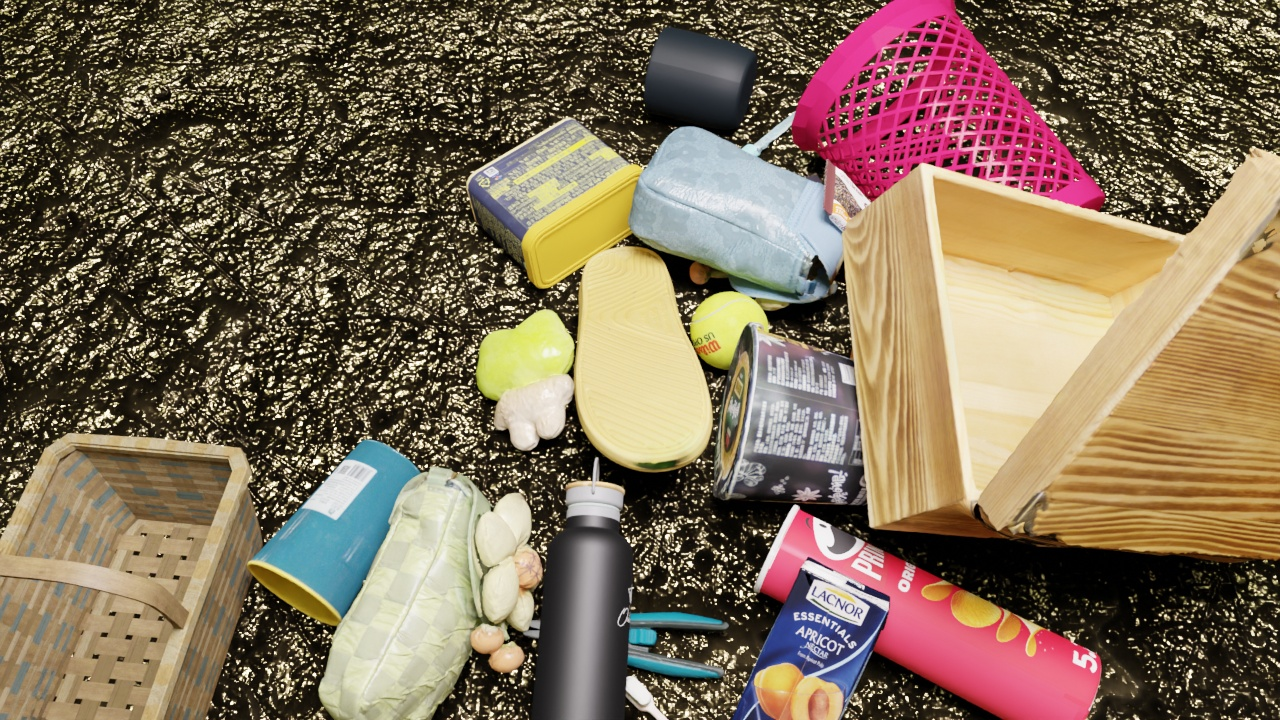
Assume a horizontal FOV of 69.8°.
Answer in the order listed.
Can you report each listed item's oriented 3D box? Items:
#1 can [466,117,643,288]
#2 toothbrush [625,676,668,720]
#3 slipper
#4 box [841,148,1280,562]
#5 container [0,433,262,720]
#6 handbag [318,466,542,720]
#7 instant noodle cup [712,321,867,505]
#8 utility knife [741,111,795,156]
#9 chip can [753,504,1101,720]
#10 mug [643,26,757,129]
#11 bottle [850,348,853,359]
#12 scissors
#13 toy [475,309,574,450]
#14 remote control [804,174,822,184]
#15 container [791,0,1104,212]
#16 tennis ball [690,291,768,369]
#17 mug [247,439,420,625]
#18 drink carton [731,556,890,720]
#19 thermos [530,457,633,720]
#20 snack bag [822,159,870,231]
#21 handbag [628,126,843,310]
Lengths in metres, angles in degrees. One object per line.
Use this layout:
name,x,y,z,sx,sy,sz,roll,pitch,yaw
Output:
can,-0.076,-0.148,0.844,0.135,0.075,0.104,-36,61,-20
toothbrush,0.054,0.277,0.609,0.181,0.018,0.015,39,67,21
slipper,-0.004,0.004,0.749,0.099,0.078,0.262,-5,41,-3
box,0.331,0.002,0.547,0.278,0.316,0.281,9,69,-23
container,-0.358,0.161,0.587,0.157,0.187,0.249,4,58,4
handbag,-0.129,0.172,0.619,0.117,0.113,0.186,9,59,23
instant noodle cup,0.122,0.049,0.685,0.112,0.137,0.137,11,58,-1
utility knife,0.105,-0.203,0.909,0.022,0.016,0.179,40,68,22
chip can,0.194,0.180,0.636,0.221,0.069,0.069,25,62,15
mug,0.067,-0.287,0.932,0.094,0.085,0.121,18,31,11
bottle,0.227,0.007,0.749,0.108,0.063,0.063,8,58,7
scissors,-0.007,0.195,0.659,0.140,0.019,0.128,-35,68,-12
toy,-0.092,0.017,0.751,0.092,0.046,0.115,-23,61,17
remote control,0.110,-0.145,0.873,0.136,0.015,0.032,-17,59,-6
container,0.276,-0.179,0.809,0.183,0.183,0.225,-30,70,-17
tennis ball,0.074,-0.025,0.768,0.065,0.065,0.065,0,58,1
mug,-0.219,0.122,0.679,0.078,0.078,0.121,22,56,14
drink carton,0.111,0.201,0.603,0.064,0.040,0.130,24,97,15
thermos,-0.038,0.179,0.623,0.061,0.061,0.231,2,68,2
snack bag,0.204,-0.106,0.786,0.013,0.158,0.056,-21,45,40
handbag,0.086,-0.112,0.795,0.192,0.119,0.121,22,48,6
